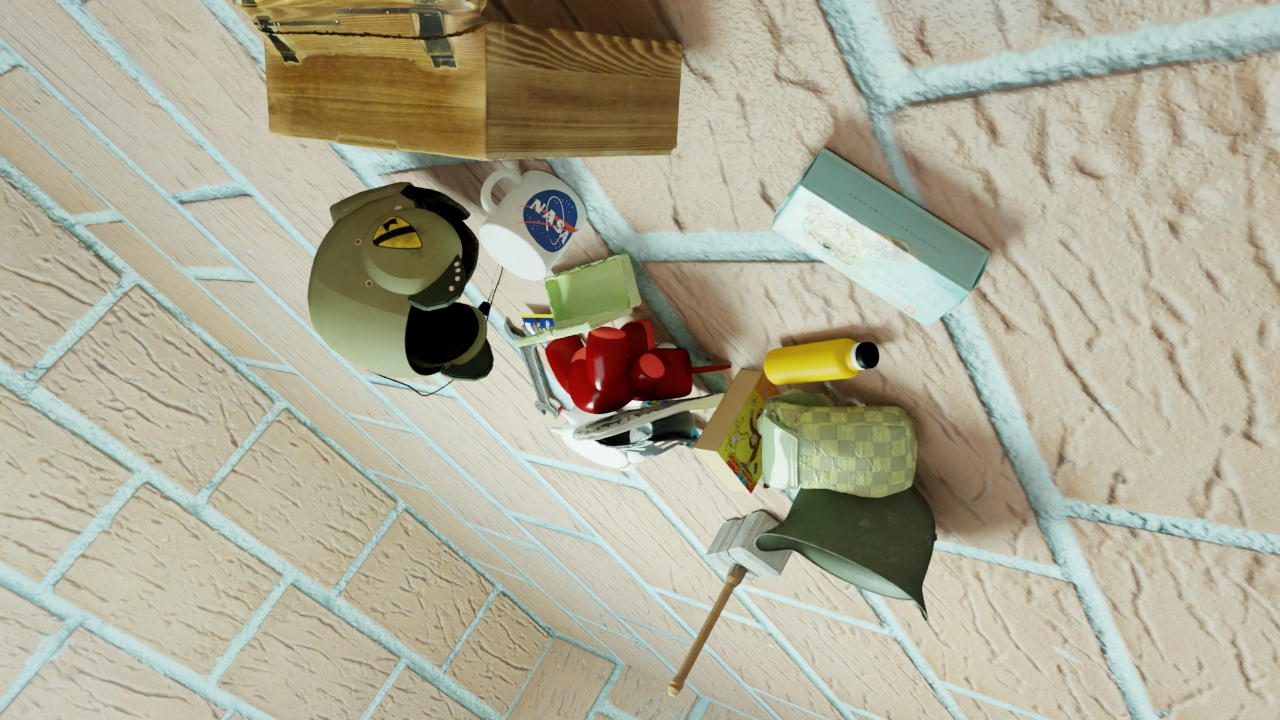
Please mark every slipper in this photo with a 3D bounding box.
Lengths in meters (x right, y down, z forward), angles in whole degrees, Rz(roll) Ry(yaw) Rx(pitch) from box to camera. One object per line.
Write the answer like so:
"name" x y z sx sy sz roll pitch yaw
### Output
"slipper" 0.023 0.086 1.164 0.111 0.263 0.063 -11 92 34

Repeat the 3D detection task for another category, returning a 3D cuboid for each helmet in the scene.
"helmet" -0.277 -0.104 1.117 0.233 0.255 0.251 23 152 16
"helmet" 0.281 0.214 1.166 0.227 0.153 0.268 19 159 26

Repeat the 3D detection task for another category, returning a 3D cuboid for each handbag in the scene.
"handbag" 0.227 0.093 1.079 0.186 0.116 0.113 2 119 11

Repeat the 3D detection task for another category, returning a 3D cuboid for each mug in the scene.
"mug" -0.133 -0.166 1.053 0.121 0.090 0.091 47 152 -26

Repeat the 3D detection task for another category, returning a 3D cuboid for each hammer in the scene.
"hammer" 0.128 0.408 1.511 0.083 0.316 0.163 36 156 -6

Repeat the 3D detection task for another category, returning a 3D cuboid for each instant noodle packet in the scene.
"instant noodle packet" -0.114 -0.024 1.366 0.087 0.026 0.134 3 142 43

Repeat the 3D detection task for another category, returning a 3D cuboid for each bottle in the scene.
"bottle" 0.199 0.001 1.012 0.043 0.043 0.144 44 153 -22

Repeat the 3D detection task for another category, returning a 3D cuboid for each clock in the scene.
"clock" -0.061 0.120 1.529 0.161 0.072 0.126 28 156 -4

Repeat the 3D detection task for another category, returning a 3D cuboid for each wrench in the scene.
"wrench" -0.176 0.020 1.522 0.070 0.010 0.274 24 151 22

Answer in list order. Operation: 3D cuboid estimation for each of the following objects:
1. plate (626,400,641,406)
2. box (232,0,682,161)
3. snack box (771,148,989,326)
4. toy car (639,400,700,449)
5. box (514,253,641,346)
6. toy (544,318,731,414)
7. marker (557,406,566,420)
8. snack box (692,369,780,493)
"plate" -0.060 0.039 1.403 0.134 0.011 0.135 17 164 5
"box" -0.155 -0.333 0.721 0.280 0.285 0.337 16 113 35
"snack box" 0.207 -0.105 0.800 0.174 0.053 0.075 34 156 2
"toy car" 0.047 0.090 1.371 0.105 0.032 0.048 37 156 6
"box" -0.085 -0.076 1.142 0.188 0.097 0.082 -10 98 53
"toy" -0.007 0.007 1.180 0.196 0.120 0.159 -1 173 -34
"marker" -0.103 0.131 1.652 0.013 0.012 0.142 1 140 49
"snack box" 0.132 0.089 1.154 0.040 0.125 0.088 5 143 47
